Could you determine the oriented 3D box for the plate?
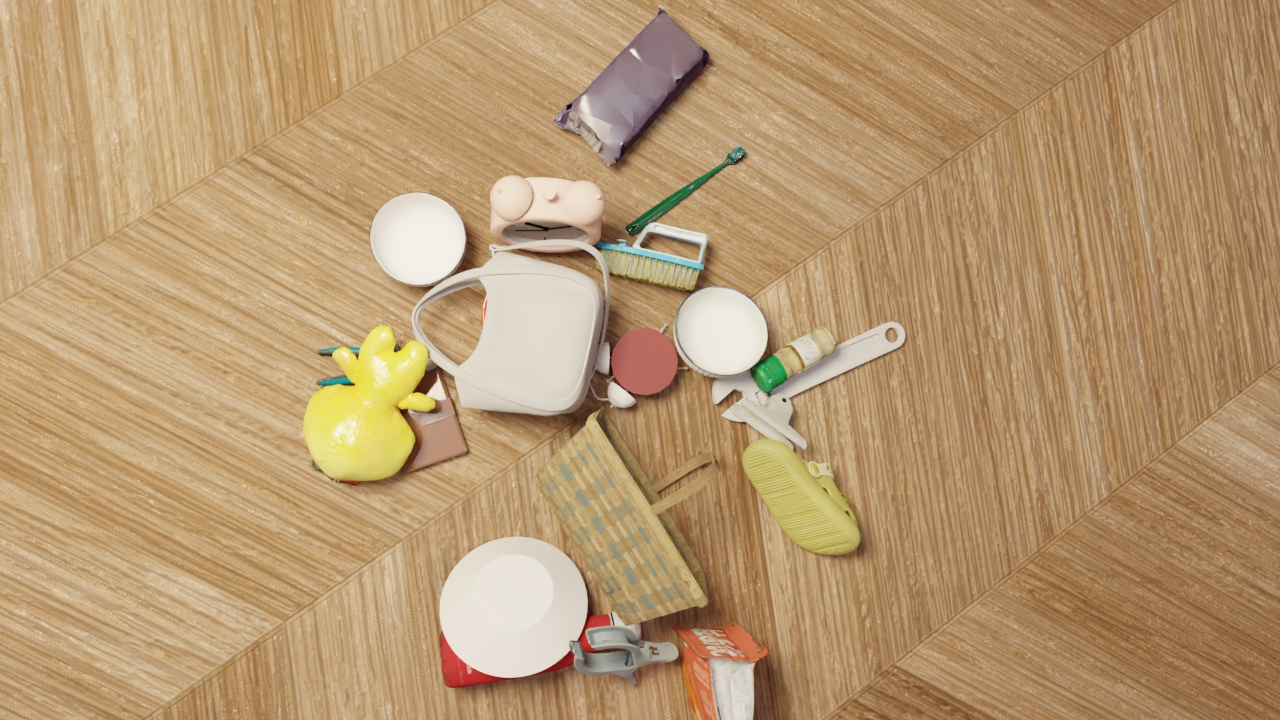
[{"bbox_3d":[-0.149,0.279,1.076,0.174,0.036,0.173,2,53,-3],"label":"plate"}]

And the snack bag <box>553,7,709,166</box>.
[{"bbox_3d":[-0.007,-0.347,1.164,0.096,0.058,0.205,42,82,-4],"label":"snack bag"}]

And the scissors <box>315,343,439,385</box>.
[{"bbox_3d":[-0.325,0.008,1.117,0.131,0.019,0.149,40,76,7],"label":"scissors"}]

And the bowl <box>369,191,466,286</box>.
[{"bbox_3d":[-0.268,-0.143,1.116,0.113,0.063,0.113,0,87,-8],"label":"bowl"}]

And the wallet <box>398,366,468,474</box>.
[{"bbox_3d":[-0.272,0.070,1.129,0.087,0.013,0.121,-19,87,-6],"label":"wallet"}]

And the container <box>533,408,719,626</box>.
[{"bbox_3d":[0.011,0.168,1.093,0.186,0.157,0.250,-32,91,3],"label":"container"}]

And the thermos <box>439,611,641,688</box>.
[{"bbox_3d":[-0.118,0.339,1.105,0.239,0.073,0.073,-6,88,-9],"label":"thermos"}]

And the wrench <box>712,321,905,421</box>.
[{"bbox_3d":[0.220,0.004,1.196,0.273,0.018,0.086,-25,90,-9],"label":"wrench"}]

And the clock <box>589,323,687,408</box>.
[{"bbox_3d":[-0.007,0.007,1.151,0.124,0.044,0.087,-25,90,-8],"label":"clock"}]

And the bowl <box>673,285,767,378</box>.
[{"bbox_3d":[0.094,-0.028,1.151,0.118,0.062,0.118,3,71,-9],"label":"bowl"}]

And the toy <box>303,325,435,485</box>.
[{"bbox_3d":[-0.321,0.060,1.075,0.134,0.092,0.207,29,93,-1],"label":"toy"}]

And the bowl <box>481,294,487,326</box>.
[{"bbox_3d":[-0.131,-0.054,1.138,0.130,0.045,0.130,0,87,-7],"label":"bowl"}]

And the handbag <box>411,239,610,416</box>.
[{"bbox_3d":[-0.158,-0.044,1.086,0.223,0.095,0.215,12,84,6],"label":"handbag"}]

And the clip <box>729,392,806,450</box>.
[{"bbox_3d":[0.166,0.073,1.162,0.102,0.053,0.058,36,117,-9],"label":"clip"}]

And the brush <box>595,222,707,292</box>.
[{"bbox_3d":[0.012,-0.135,1.155,0.136,0.055,0.075,12,90,-6],"label":"brush"}]

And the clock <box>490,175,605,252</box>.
[{"bbox_3d":[-0.111,-0.181,1.089,0.131,0.160,0.086,3,86,-7],"label":"clock"}]

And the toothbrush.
[{"bbox_3d":[0.060,-0.220,1.186,0.189,0.017,0.016,-36,92,-8],"label":"toothbrush"}]

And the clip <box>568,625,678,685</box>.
[{"bbox_3d":[-0.037,0.355,1.085,0.106,0.163,0.027,-37,50,19],"label":"clip"}]

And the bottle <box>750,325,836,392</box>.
[{"bbox_3d":[0.194,-0.003,1.161,0.111,0.043,0.043,-30,91,-11],"label":"bottle"}]

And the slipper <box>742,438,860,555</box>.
[{"bbox_3d":[0.206,0.163,1.161,0.190,0.092,0.081,49,42,-12],"label":"slipper"}]

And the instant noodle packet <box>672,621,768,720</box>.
[{"bbox_3d":[0.094,0.436,1.081,0.084,0.164,0.221,-1,86,-10],"label":"instant noodle packet"}]
